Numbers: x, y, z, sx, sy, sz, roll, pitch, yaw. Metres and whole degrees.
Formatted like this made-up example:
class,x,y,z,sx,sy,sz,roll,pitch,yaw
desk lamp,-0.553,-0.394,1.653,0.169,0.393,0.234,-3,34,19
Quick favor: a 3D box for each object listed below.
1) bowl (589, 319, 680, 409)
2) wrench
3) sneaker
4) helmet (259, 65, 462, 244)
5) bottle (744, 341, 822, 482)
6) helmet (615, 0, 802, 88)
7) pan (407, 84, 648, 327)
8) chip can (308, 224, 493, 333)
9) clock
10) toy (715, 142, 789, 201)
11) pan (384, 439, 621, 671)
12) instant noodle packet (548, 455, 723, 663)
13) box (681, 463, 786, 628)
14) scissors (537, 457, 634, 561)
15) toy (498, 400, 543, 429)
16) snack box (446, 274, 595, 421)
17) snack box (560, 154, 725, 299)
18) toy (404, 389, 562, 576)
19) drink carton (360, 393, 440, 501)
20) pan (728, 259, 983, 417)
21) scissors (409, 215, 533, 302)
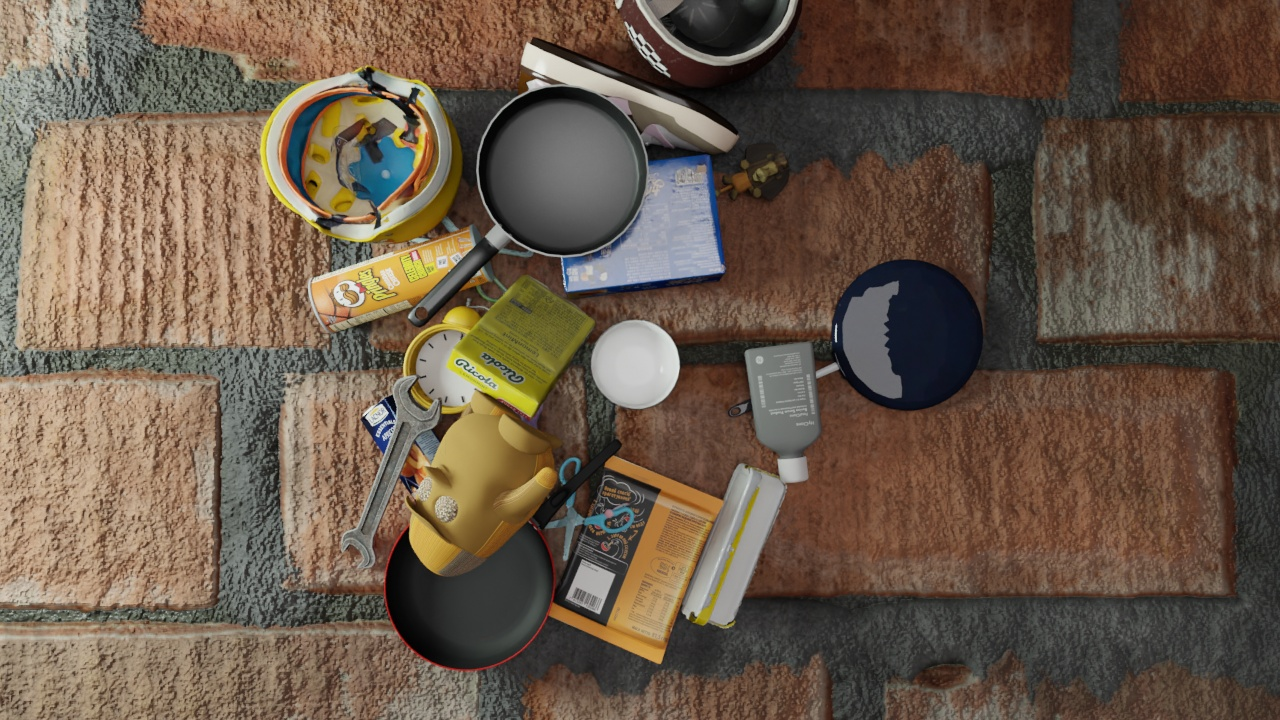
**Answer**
class,x,y,z,sx,sy,sz,roll,pitch,yaw
bowl,-0.007,0.007,1.170,0.113,0.063,0.113,0,87,-1
wrench,-0.313,0.142,1.139,0.070,0.010,0.274,28,107,11
sneaker,-0.024,-0.304,1.174,0.294,0.111,0.116,21,109,-2
helmet,-0.328,-0.241,1.140,0.240,0.139,0.209,13,86,14
bottle,0.186,0.067,1.169,0.084,0.046,0.174,-7,89,3
helmet,0.074,-0.445,1.095,0.233,0.253,0.234,-32,103,3
pan,-0.146,-0.172,1.105,0.204,0.044,0.355,45,88,-5
chip can,-0.300,-0.102,1.155,0.215,0.075,0.075,-18,88,2
clock,-0.232,0.000,1.174,0.113,0.052,0.152,44,92,1
toy,0.142,-0.237,1.187,0.100,0.062,0.076,-26,108,3
pan,-0.157,0.226,1.153,0.356,0.067,0.209,-42,82,-9
instant noodle packet,-0.008,0.252,1.171,0.160,0.032,0.220,21,87,9
box,0.120,0.236,1.157,0.079,0.080,0.209,22,86,2
scissors,-0.076,0.185,1.174,0.135,0.015,0.135,-14,76,11
toy,-0.164,0.080,1.176,0.080,0.036,0.099,-2,90,-9
snack box,-0.142,-0.021,1.133,0.121,0.045,0.180,32,44,0
snack box,-0.004,-0.169,1.175,0.202,0.069,0.155,-7,88,-2
toy,-0.197,0.152,1.072,0.162,0.199,0.203,34,88,-44
drink carton,-0.291,0.105,1.159,0.064,0.040,0.130,-35,88,33
pan,0.278,-0.002,1.199,0.356,0.021,0.198,-24,88,-1
scissors,-0.227,-0.141,1.197,0.170,0.028,0.139,10,89,4
